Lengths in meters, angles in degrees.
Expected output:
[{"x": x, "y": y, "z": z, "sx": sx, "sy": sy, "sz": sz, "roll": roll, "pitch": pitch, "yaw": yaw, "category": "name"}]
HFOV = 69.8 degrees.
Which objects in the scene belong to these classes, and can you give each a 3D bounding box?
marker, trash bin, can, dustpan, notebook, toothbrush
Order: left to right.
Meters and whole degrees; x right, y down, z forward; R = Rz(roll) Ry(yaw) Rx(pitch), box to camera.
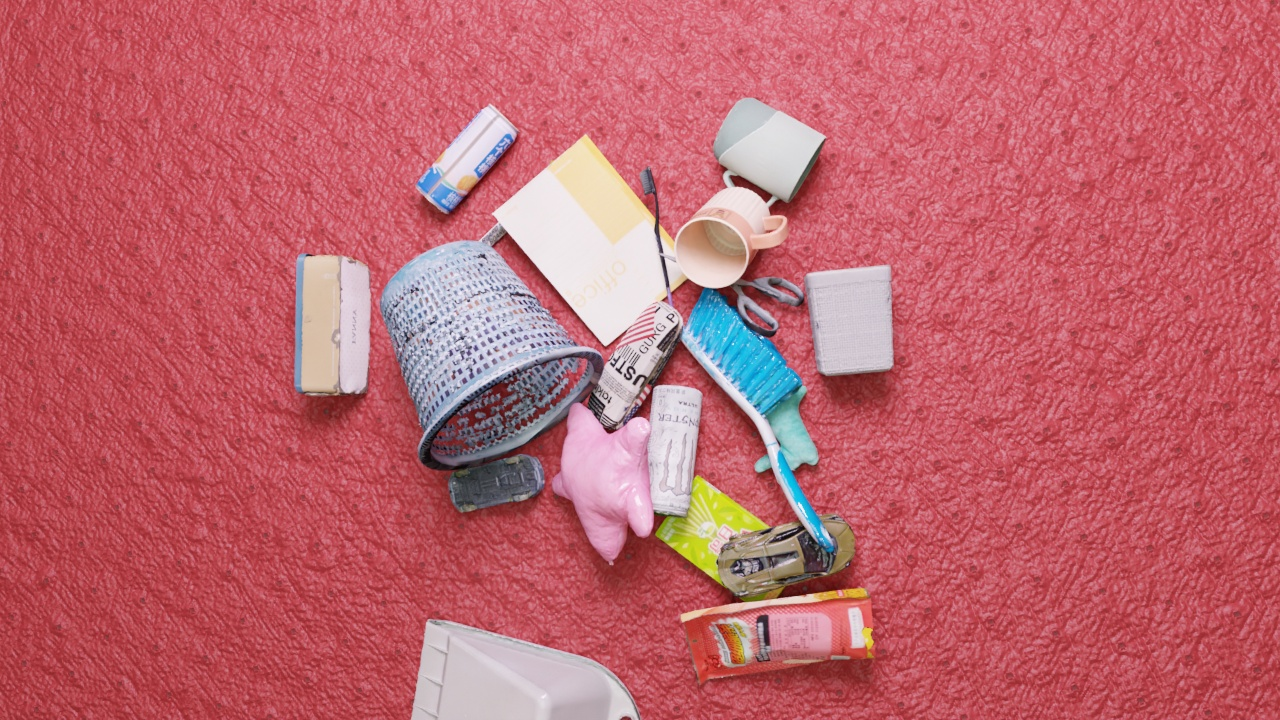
[{"x": -0.208, "y": -0.243, "z": 1.107, "sx": 0.053, "sy": 0.053, "sz": 0.134, "roll": 44, "pitch": 95, "yaw": 7, "category": "can"}, {"x": -0.184, "y": -0.018, "z": 1.032, "sx": 0.227, "sy": 0.226, "sz": 0.195, "roll": -34, "pitch": 71, "yaw": 6, "category": "trash bin"}, {"x": -0.188, "y": -0.144, "z": 1.120, "sx": 0.146, "sy": 0.017, "sz": 0.017, "roll": -42, "pitch": 84, "yaw": 5, "category": "marker"}, {"x": -0.137, "y": 0.447, "z": 1.104, "sx": 0.258, "sy": 0.142, "sz": 0.222, "roll": 9, "pitch": 90, "yaw": 37, "category": "dustpan"}, {"x": -0.053, "y": -0.139, "z": 1.081, "sx": 0.146, "sy": 0.010, "sz": 0.206, "roll": -39, "pitch": 97, "yaw": 5, "category": "notebook"}, {"x": 0.022, "y": -0.131, "z": 1.071, "sx": 0.017, "sy": 0.014, "sz": 0.189, "roll": -9, "pitch": 99, "yaw": 8, "category": "toothbrush"}, {"x": 0.035, "y": 0.104, "z": 1.049, "sx": 0.058, "sy": 0.058, "sz": 0.146, "roll": 6, "pitch": 78, "yaw": 8, "category": "can"}]

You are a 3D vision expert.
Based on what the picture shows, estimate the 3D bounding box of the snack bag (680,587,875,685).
[{"x": 0.155, "y": 0.309, "z": 1.028, "sx": 0.208, "sy": 0.073, "sz": 0.129, "roll": -9, "pitch": 128, "yaw": 6, "category": "snack bag"}]

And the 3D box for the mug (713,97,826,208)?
[{"x": 0.138, "y": -0.231, "z": 1.049, "sx": 0.106, "sy": 0.082, "sz": 0.112, "roll": 31, "pitch": 117, "yaw": 7, "category": "mug"}]

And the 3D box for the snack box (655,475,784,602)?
[{"x": 0.104, "y": 0.213, "z": 1.066, "sx": 0.156, "sy": 0.026, "sz": 0.086, "roll": 36, "pitch": 94, "yaw": 7, "category": "snack box"}]

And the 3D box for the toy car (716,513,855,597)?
[{"x": 0.163, "y": 0.216, "z": 1.025, "sx": 0.158, "sy": 0.042, "sz": 0.070, "roll": -17, "pitch": 86, "yaw": 2, "category": "toy car"}]

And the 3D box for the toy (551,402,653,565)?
[{"x": -0.044, "y": 0.140, "z": 1.029, "sx": 0.074, "sy": 0.195, "sz": 0.178, "roll": -3, "pitch": 95, "yaw": -36, "category": "toy"}]

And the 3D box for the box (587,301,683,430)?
[{"x": -0.009, "y": 0.004, "z": 1.066, "sx": 0.055, "sy": 0.070, "sz": 0.164, "roll": 27, "pitch": 96, "yaw": -27, "category": "box"}]

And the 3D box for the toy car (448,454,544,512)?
[{"x": -0.174, "y": 0.148, "z": 1.103, "sx": 0.121, "sy": 0.036, "sz": 0.054, "roll": -15, "pitch": 87, "yaw": 17, "category": "toy car"}]

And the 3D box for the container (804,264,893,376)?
[{"x": 0.234, "y": -0.043, "z": 1.024, "sx": 0.090, "sy": 0.090, "sz": 0.114, "roll": -5, "pitch": 91, "yaw": 8, "category": "container"}]

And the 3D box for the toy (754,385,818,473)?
[{"x": 0.166, "y": 0.087, "z": 1.059, "sx": 0.096, "sy": 0.030, "sz": 0.092, "roll": -29, "pitch": 82, "yaw": 9, "category": "toy"}]

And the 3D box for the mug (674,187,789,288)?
[{"x": 0.108, "y": -0.140, "z": 1.016, "sx": 0.115, "sy": 0.105, "sz": 0.082, "roll": -4, "pitch": 117, "yaw": 27, "category": "mug"}]

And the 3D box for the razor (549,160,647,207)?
[{"x": -0.057, "y": -0.203, "z": 1.100, "sx": 0.132, "sy": 0.028, "sz": 0.043, "roll": 35, "pitch": 97, "yaw": 9, "category": "razor"}]

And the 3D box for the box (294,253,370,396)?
[{"x": -0.370, "y": -0.048, "z": 1.109, "sx": 0.060, "sy": 0.089, "sz": 0.184, "roll": -2, "pitch": 86, "yaw": 9, "category": "box"}]

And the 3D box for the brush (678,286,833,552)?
[{"x": 0.144, "y": 0.059, "z": 1.027, "sx": 0.109, "sy": 0.060, "sz": 0.314, "roll": -45, "pitch": 69, "yaw": 12, "category": "brush"}]

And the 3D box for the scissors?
[{"x": 0.108, "y": -0.088, "z": 1.051, "sx": 0.177, "sy": 0.014, "sz": 0.159, "roll": 3, "pitch": 47, "yaw": -15, "category": "scissors"}]
